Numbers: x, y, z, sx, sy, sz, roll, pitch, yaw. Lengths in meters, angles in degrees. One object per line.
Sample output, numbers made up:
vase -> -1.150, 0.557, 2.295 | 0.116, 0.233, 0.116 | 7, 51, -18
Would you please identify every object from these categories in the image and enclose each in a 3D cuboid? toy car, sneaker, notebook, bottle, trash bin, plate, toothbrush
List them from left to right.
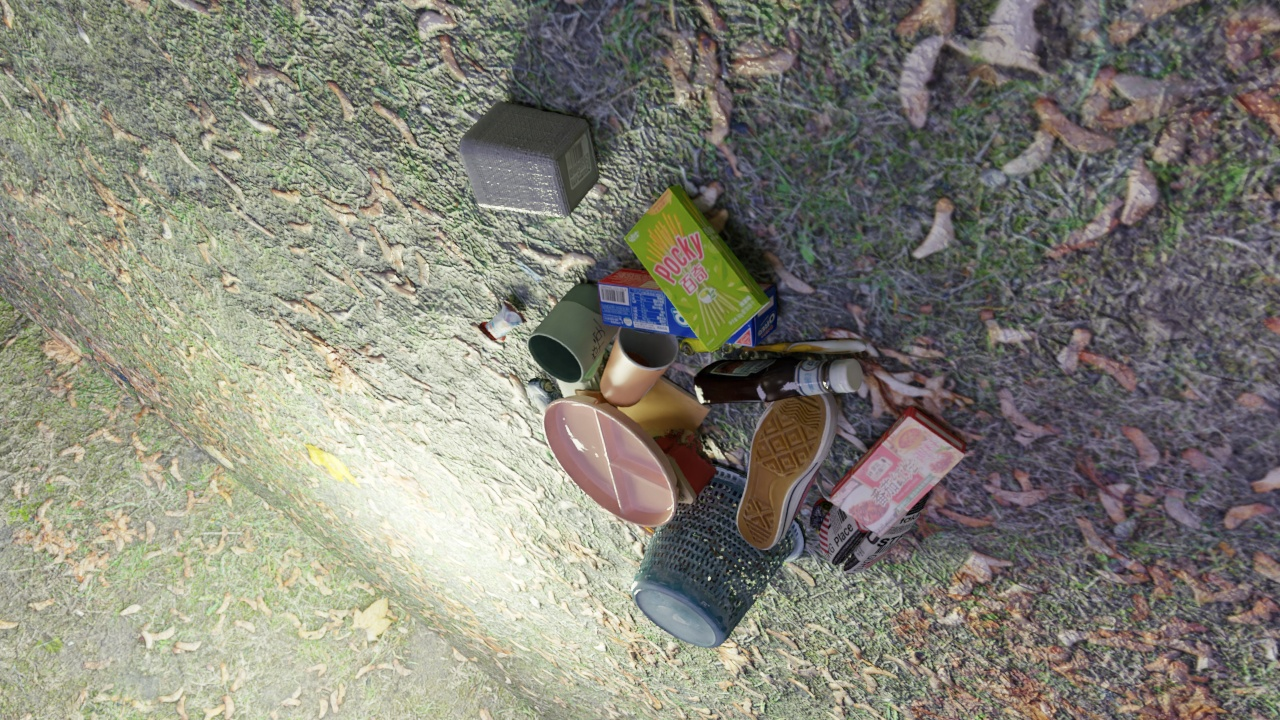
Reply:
toy car -> -0.133, 0.069, 1.396 | 0.105, 0.031, 0.049 | 45, 146, -12
plate -> -0.039, 0.136, 1.257 | 0.229, 0.028, 0.230 | 28, 144, 23
notebook -> 0.005, 0.074, 1.295 | 0.149, 0.012, 0.212 | 32, 147, 4
trash bin -> 0.094, 0.290, 1.317 | 0.227, 0.194, 0.227 | 25, 146, 18
toy car -> 0.089, -0.027, 1.059 | 0.105, 0.048, 0.032 | -6, 101, 46
bottle -> 0.154, 0.021, 1.028 | 0.195, 0.079, 0.044 | -4, 108, 43
toothbrush -> 0.166, -0.012, 1.030 | 0.192, 0.018, 0.016 | -1, 127, 43
sneaker -> 0.187, 0.123, 1.120 | 0.118, 0.087, 0.242 | 31, 125, 28
toy car -> 0.276, 0.216, 1.202 | 0.106, 0.031, 0.049 | 18, 130, 19

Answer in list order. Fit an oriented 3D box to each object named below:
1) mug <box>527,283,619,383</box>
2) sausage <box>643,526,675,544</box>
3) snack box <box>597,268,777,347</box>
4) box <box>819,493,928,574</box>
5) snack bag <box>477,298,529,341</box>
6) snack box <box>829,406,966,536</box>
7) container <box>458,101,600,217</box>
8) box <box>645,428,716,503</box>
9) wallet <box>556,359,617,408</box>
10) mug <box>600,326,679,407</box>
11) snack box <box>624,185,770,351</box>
mug -> -0.074, -0.027, 1.150 | 0.082, 0.106, 0.112 | 11, 139, 32
sausage -> 0.034, 0.285, 1.524 | 0.165, 0.021, 0.022 | 37, 147, -1
snack box -> 0.050, -0.062, 1.027 | 0.208, 0.058, 0.057 | 10, 119, 35
box -> 0.281, 0.196, 1.140 | 0.087, 0.075, 0.163 | 53, 140, 28
snack bag -> -0.192, -0.055, 1.299 | 0.045, 0.026, 0.106 | 46, 144, -9
snack box -> 0.288, 0.127, 1.035 | 0.075, 0.025, 0.153 | 36, 124, 3
container -> -0.113, -0.211, 0.974 | 0.114, 0.090, 0.090 | 15, 142, 25
box -> 0.021, 0.141, 1.295 | 0.169, 0.078, 0.091 | -5, 123, 48
wallet -> -0.080, 0.040, 1.286 | 0.107, 0.036, 0.130 | 18, 137, 43
mug -> -0.007, 0.007, 1.154 | 0.078, 0.078, 0.123 | 34, 146, 3
snack box -> 0.056, -0.095, 0.953 | 0.156, 0.026, 0.086 | 54, 128, 9
